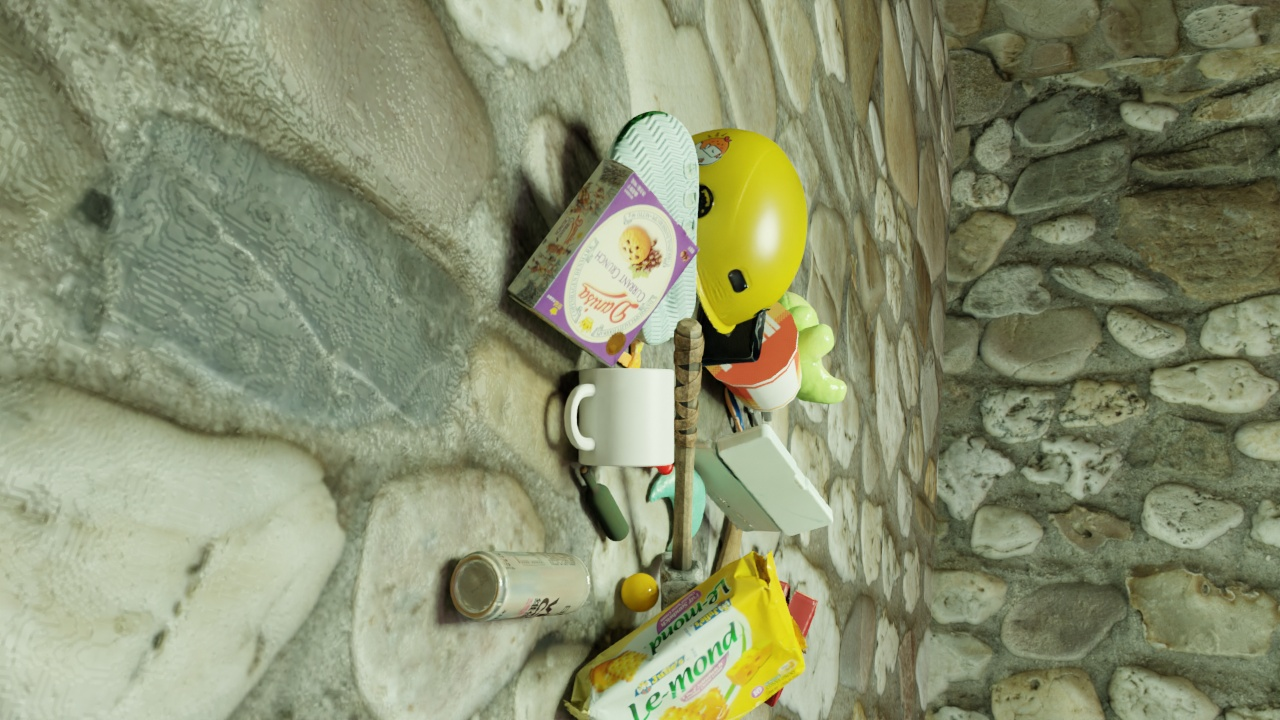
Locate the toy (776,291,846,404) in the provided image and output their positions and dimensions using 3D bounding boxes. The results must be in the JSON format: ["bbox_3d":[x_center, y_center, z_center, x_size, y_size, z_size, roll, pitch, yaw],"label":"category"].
[{"bbox_3d":[0.225,-0.017,1.336,0.196,0.107,0.150,-124,-164,-70],"label":"toy"}]

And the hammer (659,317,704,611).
[{"bbox_3d":[0.045,0.111,0.952,0.121,0.049,0.319,-97,-173,-69],"label":"hammer"}]

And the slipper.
[{"bbox_3d":[0.003,-0.129,0.933,0.103,0.074,0.246,-26,127,-28],"label":"slipper"}]

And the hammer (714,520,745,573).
[{"bbox_3d":[0.115,0.278,1.202,0.132,0.040,0.304,52,45,-45],"label":"hammer"}]

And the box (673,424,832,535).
[{"bbox_3d":[0.134,0.151,1.097,0.197,0.135,0.040,52,33,-37],"label":"box"}]

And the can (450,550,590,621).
[{"bbox_3d":[-0.097,0.185,0.755,0.135,0.054,0.054,25,67,-61],"label":"can"}]

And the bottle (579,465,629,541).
[{"bbox_3d":[-0.038,0.140,0.906,0.106,0.025,0.025,66,35,-39],"label":"bottle"}]

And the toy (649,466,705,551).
[{"bbox_3d":[0.044,0.165,1.069,0.084,0.033,0.105,-48,130,-35],"label":"toy"}]

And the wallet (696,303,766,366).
[{"bbox_3d":[0.112,-0.046,1.143,0.026,0.089,0.114,42,53,-48],"label":"wallet"}]

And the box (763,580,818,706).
[{"bbox_3d":[0.163,0.365,1.191,0.158,0.093,0.129,84,28,-58],"label":"box"}]

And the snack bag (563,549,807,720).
[{"bbox_3d":[0.053,0.307,0.919,0.247,0.068,0.160,-32,124,-11],"label":"snack bag"}]

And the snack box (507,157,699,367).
[{"bbox_3d":[-0.029,-0.084,0.835,0.148,0.040,0.143,-54,145,-2],"label":"snack box"}]

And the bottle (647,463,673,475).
[{"bbox_3d":[0.007,0.091,0.986,0.119,0.036,0.036,54,43,-50],"label":"bottle"}]

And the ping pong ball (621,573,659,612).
[{"bbox_3d":[0.000,0.243,0.962,0.040,0.040,0.040,4,86,-63],"label":"ping pong ball"}]

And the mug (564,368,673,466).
[{"bbox_3d":[-0.024,0.053,0.873,0.121,0.091,0.090,3,87,-46],"label":"mug"}]

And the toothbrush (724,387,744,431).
[{"bbox_3d":[0.137,0.091,1.268,0.021,0.017,0.135,-71,149,-52],"label":"toothbrush"}]

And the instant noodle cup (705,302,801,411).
[{"bbox_3d":[0.153,0.001,1.197,0.121,0.123,0.123,53,43,-57],"label":"instant noodle cup"}]

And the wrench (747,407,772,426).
[{"bbox_3d":[0.153,-0.019,1.301,0.083,0.018,0.274,-53,135,-51],"label":"wrench"}]

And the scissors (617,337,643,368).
[{"bbox_3d":[-0.006,-0.002,0.990,0.125,0.011,0.128,32,59,-60],"label":"scissors"}]

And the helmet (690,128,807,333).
[{"bbox_3d":[0.123,-0.160,1.050,0.209,0.140,0.239,41,33,-56],"label":"helmet"}]
